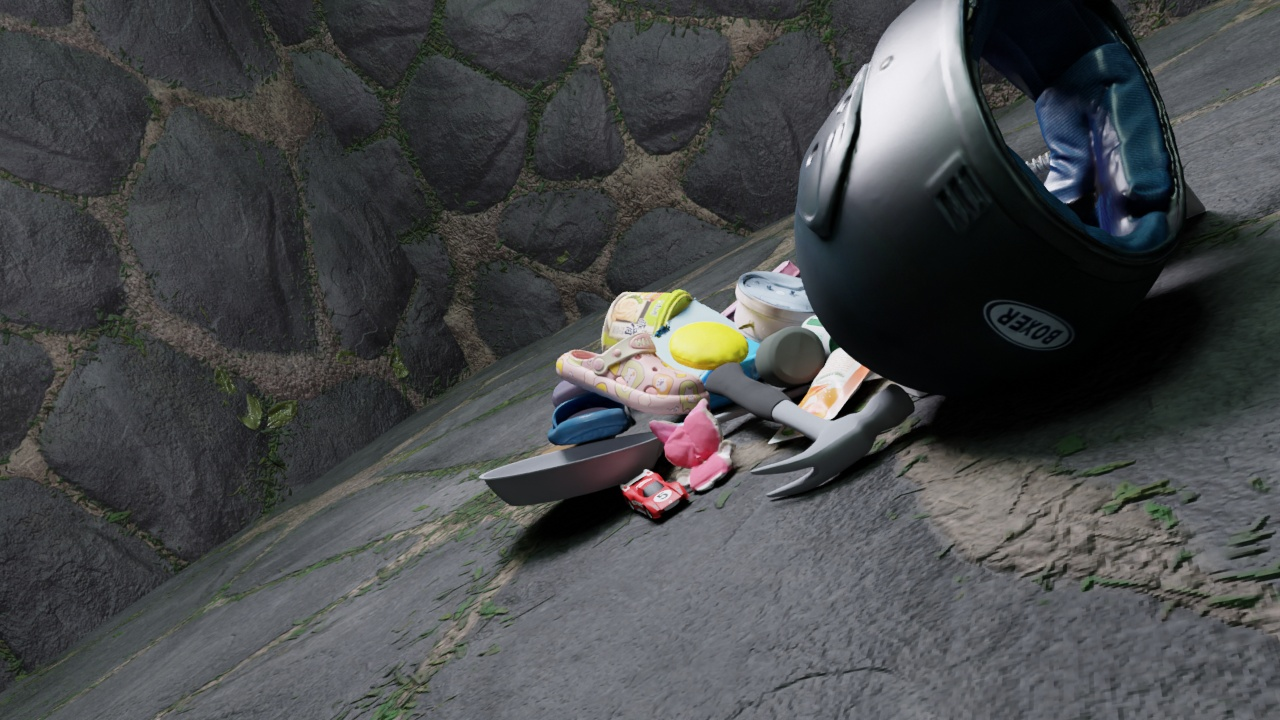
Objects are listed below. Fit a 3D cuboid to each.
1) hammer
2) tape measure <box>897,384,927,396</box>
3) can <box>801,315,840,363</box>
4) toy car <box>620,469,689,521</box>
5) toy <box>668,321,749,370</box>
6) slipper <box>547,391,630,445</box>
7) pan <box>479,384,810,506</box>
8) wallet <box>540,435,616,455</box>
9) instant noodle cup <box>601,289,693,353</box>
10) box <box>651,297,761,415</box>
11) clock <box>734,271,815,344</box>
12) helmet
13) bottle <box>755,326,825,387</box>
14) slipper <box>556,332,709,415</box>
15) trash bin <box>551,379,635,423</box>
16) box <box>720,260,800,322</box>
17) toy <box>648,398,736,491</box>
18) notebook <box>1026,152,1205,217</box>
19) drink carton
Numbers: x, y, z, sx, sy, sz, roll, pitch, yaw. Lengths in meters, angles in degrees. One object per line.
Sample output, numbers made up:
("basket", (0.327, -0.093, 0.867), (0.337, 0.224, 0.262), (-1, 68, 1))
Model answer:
("hammer", (0.117, 0.043, 0.824), (0.125, 0.029, 0.311), (-37, 16, -6))
("tape measure", (0.252, 0.006, 0.780), (0.064, 0.017, 0.065), (-29, 8, 5))
("can", (0.205, -0.022, 0.979), (0.053, 0.053, 0.101), (-30, 8, -4))
("toy car", (0.012, 0.123, 0.846), (0.038, 0.025, 0.089), (-31, 8, -15))
("toy", (0.079, -0.016, 1.065), (0.095, 0.041, 0.094), (-11, 30, -22))
("slipper", (-0.064, 0.068, 1.089), (0.104, 0.059, 0.214), (-14, -3, -4))
("pan", (0.007, 0.090, 0.959), (0.357, 0.051, 0.200), (-13, 0, 5))
("wallet", (-0.091, 0.127, 1.179), (0.121, 0.027, 0.098), (-25, 12, 16))
("instant noodle cup", (0.013, -0.033, 1.302), (0.098, 0.146, 0.145), (11, 27, 24))
("box", (0.102, -0.005, 1.176), (0.170, 0.071, 0.242), (7, 25, 25))
("clock", (0.173, -0.068, 1.139), (0.117, 0.059, 0.157), (13, 26, 2))
("helmet", (0.235, -0.123, 0.688), (0.237, 0.249, 0.315), (134, 150, -54))
("bottle", (0.152, -0.002, 0.954), (0.060, 0.060, 0.108), (-30, -2, -4))
("slipper", (-0.006, 0.006, 1.046), (0.197, 0.081, 0.093), (16, 10, 33))
("trash bin", (-0.069, 0.059, 1.305), (0.094, 0.092, 0.160), (-29, 4, 3))
("box", (0.169, -0.086, 1.392), (0.178, 0.039, 0.233), (-36, -3, -38))
("toy", (0.056, 0.087, 0.860), (0.065, 0.050, 0.102), (-29, 42, 2))
("notebook", (0.358, -0.126, 0.845), (0.246, 0.013, 0.177), (-22, -32, 40))
("drink carton", (0.169, 0.036, 0.841), (0.069, 0.039, 0.121), (-20, 18, 49))
